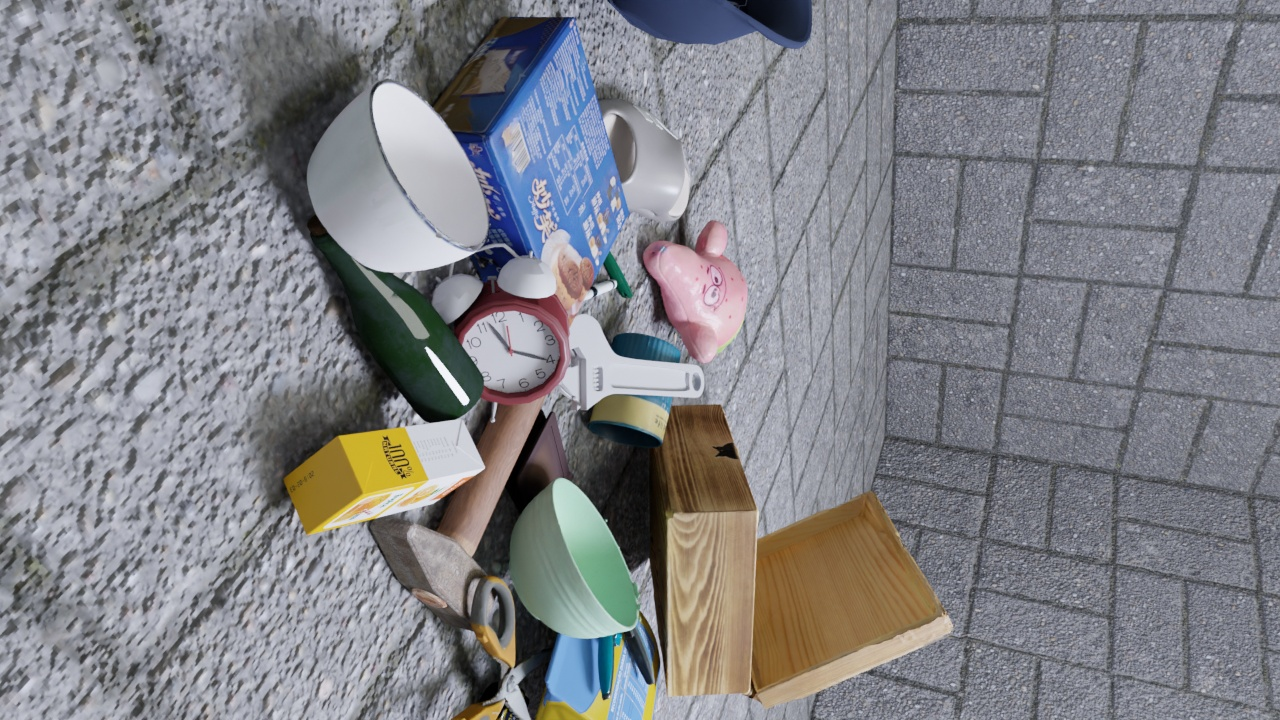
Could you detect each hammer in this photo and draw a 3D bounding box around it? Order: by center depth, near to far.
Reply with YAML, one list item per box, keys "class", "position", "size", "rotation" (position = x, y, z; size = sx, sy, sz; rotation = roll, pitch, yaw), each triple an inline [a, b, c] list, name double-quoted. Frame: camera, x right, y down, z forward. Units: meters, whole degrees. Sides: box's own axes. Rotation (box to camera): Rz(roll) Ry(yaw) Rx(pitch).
- class: "hammer"
  position: [-0.120, 0.062, 0.786]
  size: [0.158, 0.037, 0.300]
  rotation: [68, 36, -51]

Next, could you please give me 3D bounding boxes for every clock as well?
- class: "clock"
  position: [-0.104, -0.024, 0.711]
  size: [0.048, 0.096, 0.138]
  rotation: [-101, 175, -61]

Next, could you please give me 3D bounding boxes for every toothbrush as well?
- class: "toothbrush"
  position: [-0.048, -0.070, 0.900]
  size: [0.017, 0.012, 0.186]
  rotation: [60, 14, -3]
- class: "toothbrush"
  position: [-0.039, -0.121, 0.948]
  size: [0.190, 0.016, 0.017]
  rotation: [61, 38, -57]

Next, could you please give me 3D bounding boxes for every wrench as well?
- class: "wrench"
  position: [-0.005, 0.005, 0.909]
  size: [0.272, 0.018, 0.086]
  rotation: [4, 84, -58]

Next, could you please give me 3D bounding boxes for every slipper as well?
- class: "slipper"
  position: [0.020, -0.202, 0.979]
  size: [0.265, 0.081, 0.113]
  rotation: [9, 92, -68]

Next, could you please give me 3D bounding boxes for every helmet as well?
- class: "helmet"
  position: [0.065, -0.387, 0.819]
  size: [0.272, 0.224, 0.231]
  rotation: [24, 58, -37]

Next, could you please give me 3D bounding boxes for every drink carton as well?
- class: "drink carton"
  position: [-0.166, 0.075, 0.616]
  size: [0.122, 0.059, 0.040]
  rotation: [-4, 63, -61]

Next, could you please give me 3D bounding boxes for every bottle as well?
- class: "bottle"
  position: [-0.167, -0.030, 0.619]
  size: [0.055, 0.055, 0.174]
  rotation: [-66, 145, -34]

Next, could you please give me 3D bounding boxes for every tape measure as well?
- class: "tape measure"
  position: [-0.133, 0.330, 0.855]
  size: [0.061, 0.034, 0.061]
  rotation: [78, 27, -46]

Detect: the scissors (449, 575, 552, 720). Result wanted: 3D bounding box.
- class: "scissors"
  position: [-0.126, 0.284, 0.783]
  size: [0.226, 0.016, 0.215]
  rotation: [81, 25, -43]

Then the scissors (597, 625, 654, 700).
- class: "scissors"
  position: [-0.019, 0.269, 0.914]
  size: [0.124, 0.019, 0.153]
  rotation: [48, 36, -35]

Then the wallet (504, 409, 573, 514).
- class: "wallet"
  position: [-0.096, 0.116, 0.895]
  size: [0.116, 0.018, 0.091]
  rotation: [77, 30, -46]

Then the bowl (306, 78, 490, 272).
- class: "bowl"
  position: [-0.152, -0.106, 0.566]
  size: [0.116, 0.066, 0.116]
  rotation: [54, 20, -31]

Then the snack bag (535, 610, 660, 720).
- class: "snack bag"
  position: [-0.051, 0.316, 0.935]
  size: [0.158, 0.102, 0.205]
  rotation: [-74, 157, -48]

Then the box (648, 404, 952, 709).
- class: "box"
  position: [0.172, 0.234, 1.085]
  size: [0.279, 0.323, 0.284]
  rotation: [-103, -166, -69]

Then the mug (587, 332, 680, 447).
- class: "mug"
  position: [-0.007, 0.037, 1.014]
  size: [0.114, 0.083, 0.107]
  rotation: [101, 1, -72]

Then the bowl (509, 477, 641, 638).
- class: "bowl"
  position: [-0.070, 0.190, 0.836]
  size: [0.151, 0.077, 0.150]
  rotation: [58, 9, -16]

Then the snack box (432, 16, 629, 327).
- class: "snack box"
  position: [-0.086, -0.149, 0.752]
  size: [0.203, 0.069, 0.154]
  rotation: [72, 34, -48]

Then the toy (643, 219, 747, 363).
- class: "toy"
  position: [0.072, -0.088, 1.137]
  size: [0.236, 0.097, 0.191]
  rotation: [37, 55, -57]
